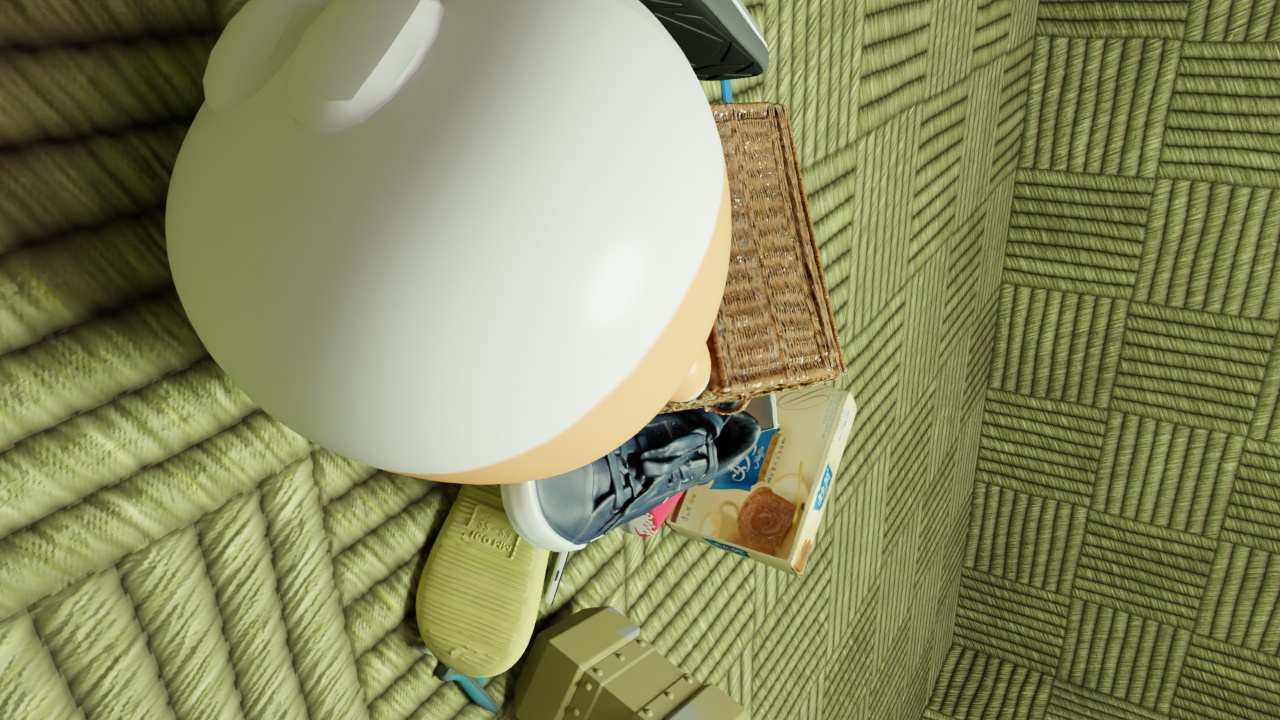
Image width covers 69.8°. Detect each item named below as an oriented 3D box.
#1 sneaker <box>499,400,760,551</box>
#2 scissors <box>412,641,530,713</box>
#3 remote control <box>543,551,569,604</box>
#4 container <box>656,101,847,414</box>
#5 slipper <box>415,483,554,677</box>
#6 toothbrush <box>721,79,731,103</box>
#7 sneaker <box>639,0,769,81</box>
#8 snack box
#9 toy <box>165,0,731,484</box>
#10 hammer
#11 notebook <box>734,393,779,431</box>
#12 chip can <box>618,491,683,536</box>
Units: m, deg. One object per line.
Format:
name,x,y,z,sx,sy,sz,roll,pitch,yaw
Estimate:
sneaker,0.014,0.066,0.686,0.293,0.127,0.120,-6,88,-60
scissors,-0.132,0.244,0.749,0.118,0.019,0.151,-38,131,-48
remote control,-0.070,0.173,0.763,0.147,0.008,0.045,126,-18,-80
container,0.040,-0.063,0.603,0.112,0.114,0.198,-10,86,-43
slipper,-0.107,0.141,0.705,0.081,0.091,0.190,77,29,-80
toothbrush,0.082,-0.331,0.902,0.016,0.014,0.167,-50,142,-39
sneaker,0.043,-0.343,0.769,0.256,0.093,0.160,6,87,-62
snack box,0.138,0.118,1.034,0.207,0.153,0.055,-67,151,-18
toy,-0.078,-0.066,0.465,0.265,0.263,0.280,-61,142,-13
hammer,-0.055,0.413,0.839,0.100,0.190,0.325,-8,126,-59
notebook,0.095,-0.057,0.866,0.181,0.009,0.253,126,-41,-81
chip can,0.041,0.079,0.938,0.219,0.069,0.069,-50,141,-39
